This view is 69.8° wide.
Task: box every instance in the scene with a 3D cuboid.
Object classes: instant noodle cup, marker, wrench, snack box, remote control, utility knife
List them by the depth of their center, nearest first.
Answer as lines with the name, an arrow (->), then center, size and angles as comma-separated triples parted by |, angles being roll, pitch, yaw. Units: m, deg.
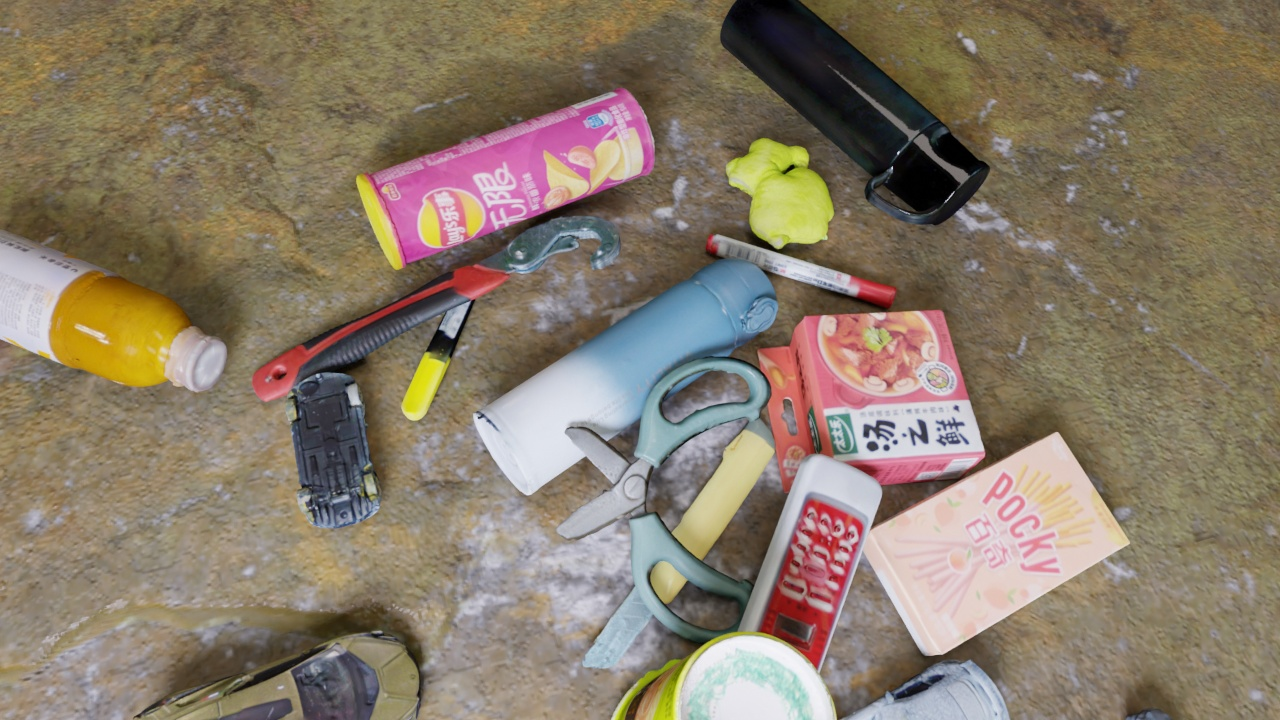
instant noodle cup -> 0.045, 0.196, 0.476 | 0.111, 0.124, 0.111 | 6, 56, -8
remote control -> 0.103, 0.126, 0.558 | 0.056, 0.020, 0.135 | 26, 79, -11
utility knife -> 0.030, 0.113, 0.586 | 0.031, 0.021, 0.204 | 32, 57, 16
snack box -> 0.227, 0.115, 0.590 | 0.157, 0.026, 0.084 | -24, 74, -15
snack box -> 0.154, 0.026, 0.627 | 0.127, 0.044, 0.113 | -4, 63, -6
marker -> -0.137, -0.012, 0.644 | 0.018, 0.015, 0.123 | 11, 58, 10
wrench -> -0.141, -0.041, 0.645 | 0.273, 0.016, 0.056 | -25, 54, -10
marker -> 0.120, -0.068, 0.690 | 0.145, 0.017, 0.017 | 18, 62, 6

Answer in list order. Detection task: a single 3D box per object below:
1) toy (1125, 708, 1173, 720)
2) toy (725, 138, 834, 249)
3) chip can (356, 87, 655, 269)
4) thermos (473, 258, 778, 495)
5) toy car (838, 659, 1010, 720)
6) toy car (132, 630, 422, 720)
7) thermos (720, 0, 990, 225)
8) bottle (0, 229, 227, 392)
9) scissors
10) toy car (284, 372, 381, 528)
toy -> 0.304, 0.360, 0.443 | 0.137, 0.092, 0.355 | 3, 59, -35
toy -> 0.112, -0.132, 0.716 | 0.100, 0.031, 0.096 | 39, 64, 16
chip can -> -0.096, -0.137, 0.680 | 0.210, 0.071, 0.071 | -23, 66, -16
thermos -> -0.004, 0.004, 0.615 | 0.220, 0.070, 0.070 | -33, 69, -19
toy car -> 0.154, 0.218, 0.531 | 0.120, 0.037, 0.054 | -24, 66, -13
toy car -> -0.201, 0.200, 0.511 | 0.158, 0.042, 0.070 | -18, 65, -16
thermos -> 0.161, -0.205, 0.736 | 0.089, 0.069, 0.242 | -32, 69, -24
bottle -> -0.366, -0.029, 0.603 | 0.189, 0.068, 0.067 | 20, 62, 7
scissors -> 0.038, 0.087, 0.572 | 0.171, 0.019, 0.170 | -34, 90, -21
toy car -> -0.197, 0.057, 0.591 | 0.049, 0.031, 0.105 | -13, 65, -12
